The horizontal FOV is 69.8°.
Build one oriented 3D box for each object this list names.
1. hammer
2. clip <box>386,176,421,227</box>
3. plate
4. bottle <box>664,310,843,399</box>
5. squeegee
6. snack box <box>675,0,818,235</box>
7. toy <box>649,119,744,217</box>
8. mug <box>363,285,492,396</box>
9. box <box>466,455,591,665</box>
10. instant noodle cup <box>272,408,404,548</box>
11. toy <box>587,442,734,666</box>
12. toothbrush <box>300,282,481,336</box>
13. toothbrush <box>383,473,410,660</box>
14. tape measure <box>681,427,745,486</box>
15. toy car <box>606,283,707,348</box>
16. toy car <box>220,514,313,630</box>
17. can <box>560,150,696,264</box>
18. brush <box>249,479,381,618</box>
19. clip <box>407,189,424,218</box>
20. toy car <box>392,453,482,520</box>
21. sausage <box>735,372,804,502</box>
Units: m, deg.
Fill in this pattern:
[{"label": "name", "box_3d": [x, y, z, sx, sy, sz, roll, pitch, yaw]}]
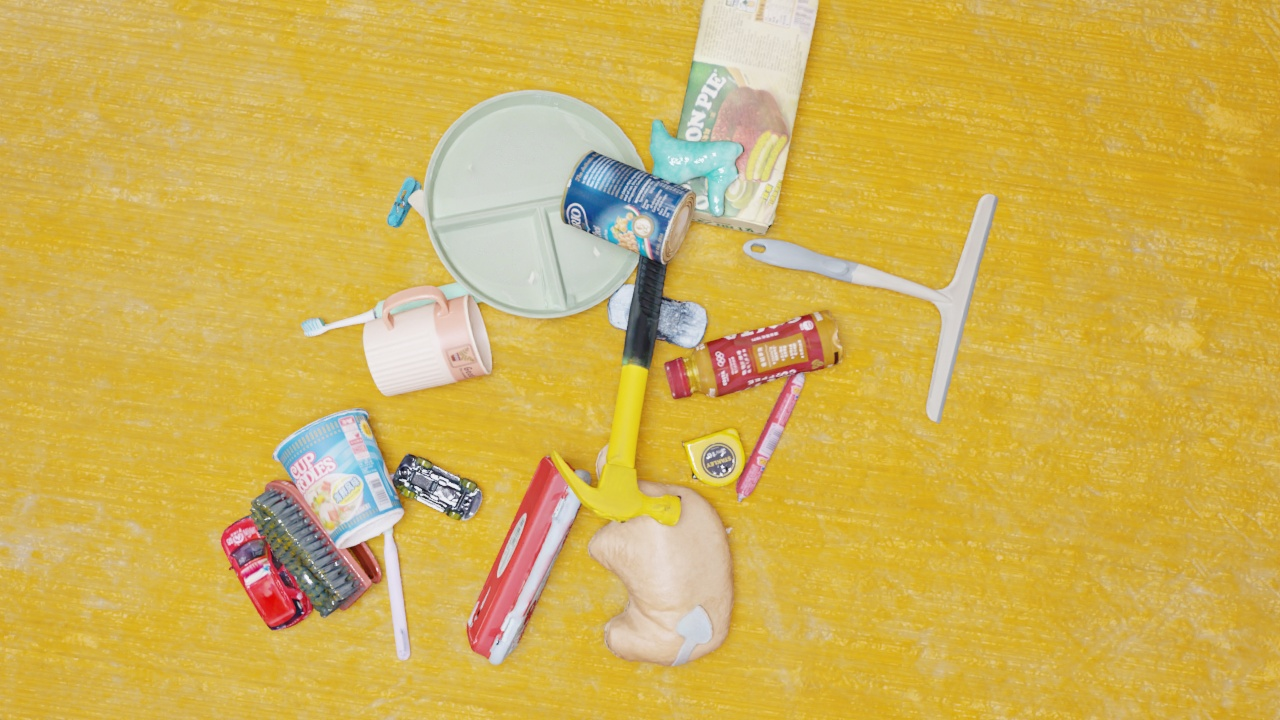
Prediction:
[{"label": "hammer", "box_3d": [-0.005, 0.005, 0.888, 0.128, 0.033, 0.300, 12, 75, -9]}, {"label": "clip", "box_3d": [-0.245, -0.163, 0.948, 0.014, 0.041, 0.056, 26, 90, 3]}, {"label": "plate", "box_3d": [-0.101, -0.156, 0.924, 0.230, 0.027, 0.230, 1, 88, -15]}, {"label": "bottle", "box_3d": [0.112, -0.002, 0.923, 0.175, 0.057, 0.057, -16, 87, 3]}, {"label": "squeegee", "box_3d": [0.226, -0.087, 0.941, 0.246, 0.039, 0.246, 16, 87, 0]}, {"label": "snack box", "box_3d": [0.100, -0.256, 0.935, 0.114, 0.063, 0.240, 11, 87, 0]}, {"label": "toy", "box_3d": [0.055, -0.186, 0.886, 0.092, 0.030, 0.096, -1, 92, 4]}, {"label": "mug", "box_3d": [-0.212, -0.024, 0.899, 0.106, 0.115, 0.081, -14, 49, 1]}, {"label": "box", "box_3d": [-0.100, 0.198, 0.900, 0.068, 0.090, 0.201, 26, 87, -15]}, {"label": "instant noodle cup", "box_3d": [-0.283, 0.117, 0.886, 0.099, 0.099, 0.110, -31, 78, -2]}, {"label": "toy", "box_3d": [0.021, 0.185, 0.905, 0.143, 0.083, 0.226, -10, 85, -13]}, {"label": "toothbrush", "box_3d": [-0.235, -0.056, 0.940, 0.224, 0.026, 0.027, -14, 130, -1]}, {"label": "toothbrush", "box_3d": [-0.251, 0.210, 0.932, 0.029, 0.021, 0.189, -7, 89, -3]}, {"label": "tape measure", "box_3d": [0.077, 0.099, 0.935, 0.060, 0.029, 0.057, -18, 87, -2]}, {"label": "toy car", "box_3d": [0.017, -0.046, 0.940, 0.105, 0.031, 0.049, 16, 85, 2]}, {"label": "toy car", "box_3d": [-0.375, 0.212, 0.918, 0.053, 0.045, 0.120, -31, 86, -4]}, {"label": "can", "box_3d": [-0.010, -0.145, 0.873, 0.111, 0.075, 0.075, 24, 87, 13]}, {"label": "brush", "box_3d": [-0.322, 0.177, 0.909, 0.146, 0.069, 0.063, 50, 127, 4]}, {"label": "clip", "box_3d": [-0.196, -0.131, 0.942, 0.098, 0.064, 0.034, 45, 88, -6]}, {"label": "toy car", "box_3d": [-0.203, 0.128, 0.927, 0.090, 0.035, 0.042, 26, 89, -1]}, {"label": "sausage", "box_3d": [0.134, 0.075, 0.942, 0.020, 0.020, 0.156, 26, 86, 1]}]
